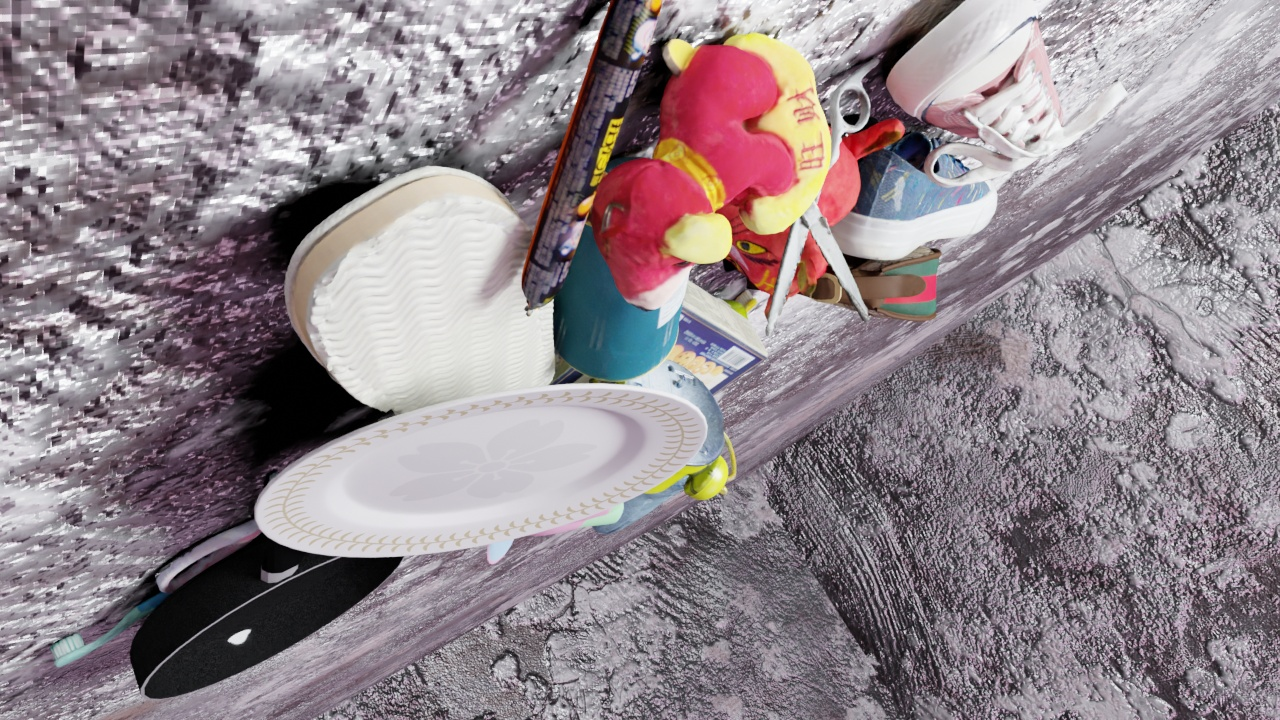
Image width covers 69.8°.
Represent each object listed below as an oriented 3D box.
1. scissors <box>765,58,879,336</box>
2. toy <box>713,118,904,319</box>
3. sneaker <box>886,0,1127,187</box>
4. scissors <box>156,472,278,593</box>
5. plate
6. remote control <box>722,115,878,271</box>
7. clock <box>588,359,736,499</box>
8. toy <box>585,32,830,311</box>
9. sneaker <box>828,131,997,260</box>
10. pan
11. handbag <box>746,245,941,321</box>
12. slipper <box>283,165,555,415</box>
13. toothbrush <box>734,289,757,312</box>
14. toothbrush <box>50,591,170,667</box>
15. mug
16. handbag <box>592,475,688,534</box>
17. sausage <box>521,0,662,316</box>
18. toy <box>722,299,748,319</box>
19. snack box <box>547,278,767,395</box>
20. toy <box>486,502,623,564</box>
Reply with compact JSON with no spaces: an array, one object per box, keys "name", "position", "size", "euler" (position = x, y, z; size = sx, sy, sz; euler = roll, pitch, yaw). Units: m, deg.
[{"name":"scissors","position":[0.093,-0.095,0.490],"size":[0.014,0.141,0.174],"euler":[-2,-125,61]},{"name":"toy","position":[0.102,-0.089,0.540],"size":[0.133,0.094,0.088],"euler":[-32,168,-7]},{"name":"sneaker","position":[0.225,-0.160,0.571],"size":[0.118,0.088,0.240],"euler":[-39,167,26]},{"name":"scissors","position":[-0.260,0.114,0.630],"size":[0.168,0.014,0.171],"euler":[-27,167,-24]},{"name":"plate","position":[-0.082,0.062,0.505],"size":[0.242,0.016,0.243],"euler":[-13,157,-6]},{"name":"remote control","position":[0.104,-0.112,0.627],"size":[0.041,0.020,0.152],"euler":[-21,163,-38]},{"name":"clock","position":[0.021,0.048,0.612],"size":[0.119,0.083,0.057],"euler":[21,134,-29]},{"name":"toy","position":[0.032,-0.090,0.399],"size":[0.137,0.105,0.067],"euler":[-42,-148,-22]},{"name":"sneaker","position":[0.211,-0.137,0.702],"size":[0.234,0.087,0.079],"euler":[-23,130,-49]},{"name":"pan","position":[-0.252,0.145,0.631],"size":[0.203,0.044,0.357],"euler":[-26,163,-32]},{"name":"handbag","position":[0.156,-0.063,0.723],"size":[0.138,0.063,0.166],"euler":[-6,-166,-13]},{"name":"slipper","position":[-0.094,-0.013,0.447],"size":[0.114,0.054,0.273],"euler":[-34,163,-8]},{"name":"toothbrush","position":[0.069,-0.028,0.874],"size":[0.021,0.016,0.136],"euler":[-24,167,-39]},{"name":"toothbrush","position":[-0.346,0.174,0.653],"size":[0.135,0.017,0.022],"euler":[-28,166,-29]},{"name":"mug","position":[-0.008,-0.048,0.486],"size":[0.078,0.078,0.122],"euler":[-28,162,-19]},{"name":"handbag","position":[0.003,0.095,0.945],"size":[0.118,0.122,0.192],"euler":[-34,173,-45]},{"name":"sausage","position":[-0.021,-0.079,0.352],"size":[0.020,0.020,0.156],"euler":[-18,140,-47]},{"name":"toy","position":[0.045,-0.021,0.774],"size":[0.092,0.043,0.117],"euler":[-34,165,20]},{"name":"snack box","position":[-0.004,0.004,0.656],"size":[0.145,0.042,0.144],"euler":[-36,147,20]},{"name":"toy","position":[-0.097,0.104,0.779],"size":[0.170,0.120,0.223],"euler":[6,169,-38]}]
